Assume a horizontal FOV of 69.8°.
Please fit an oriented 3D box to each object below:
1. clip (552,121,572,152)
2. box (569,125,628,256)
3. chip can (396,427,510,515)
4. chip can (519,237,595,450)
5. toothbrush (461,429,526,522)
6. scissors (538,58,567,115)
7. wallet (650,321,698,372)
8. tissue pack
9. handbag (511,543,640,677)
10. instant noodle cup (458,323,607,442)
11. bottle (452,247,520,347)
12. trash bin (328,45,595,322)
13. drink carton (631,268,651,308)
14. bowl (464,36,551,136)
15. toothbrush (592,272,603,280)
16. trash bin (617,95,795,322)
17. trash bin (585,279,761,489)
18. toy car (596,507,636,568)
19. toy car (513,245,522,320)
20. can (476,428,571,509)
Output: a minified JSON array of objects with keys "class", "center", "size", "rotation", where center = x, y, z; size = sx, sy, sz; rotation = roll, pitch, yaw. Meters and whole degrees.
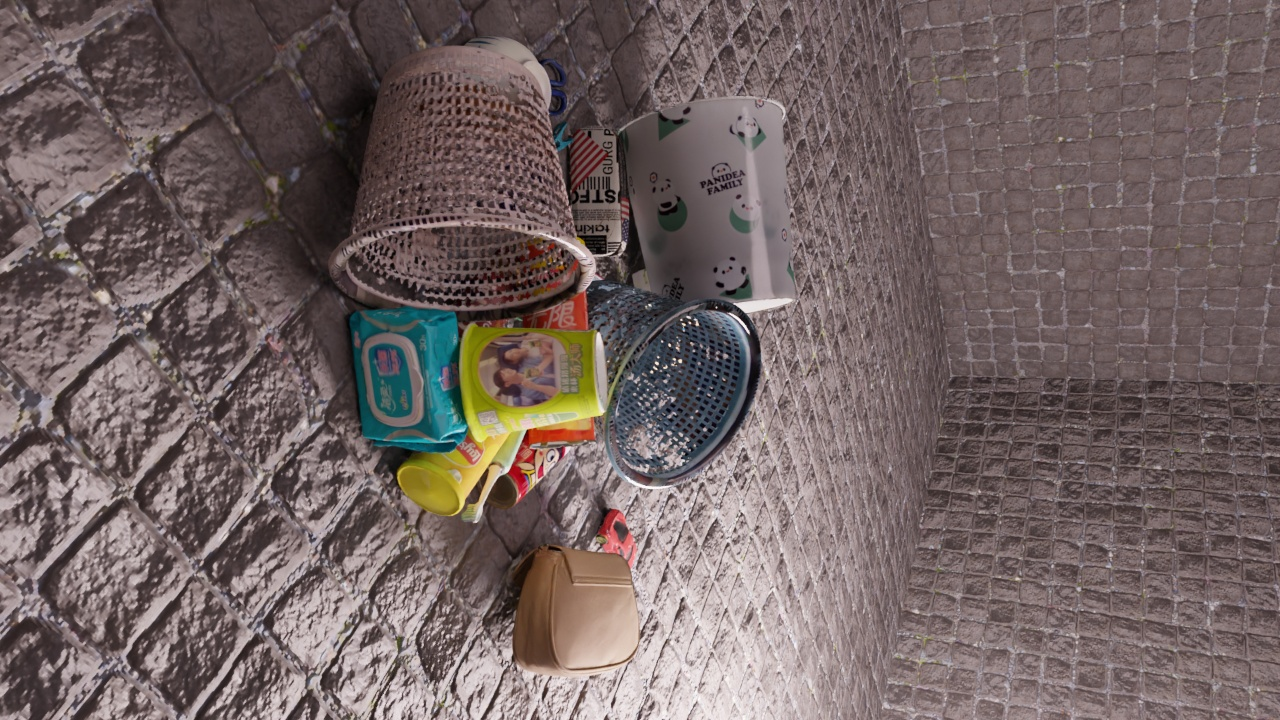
[{"class":"clip","center":[-0.100,-0.266,1.111],"size":[0.055,0.014,0.039],"rotation":[-58,139,-43]},{"class":"box","center":[-0.048,-0.214,1.175],"size":[0.088,0.076,0.162],"rotation":[-40,126,-85]},{"class":"chip can","center":[-0.164,0.059,0.945],"size":[0.212,0.072,0.072],"rotation":[-60,141,-43]},{"class":"chip can","center":[-0.086,-0.018,0.947],"size":[0.073,0.073,0.216],"rotation":[7,77,-62]},{"class":"toothbrush","center":[-0.143,0.093,0.977],"size":[0.223,0.027,0.026],"rotation":[-73,156,-54]},{"class":"scissors","center":[-0.135,-0.329,1.046],"size":[0.174,0.012,0.108],"rotation":[30,66,-57]},{"class":"wallet","center":[0.050,-0.034,1.329],"size":[0.087,0.024,0.115],"rotation":[-17,140,-43]},{"class":"tissue pack","center":[-0.210,0.018,0.832],"size":[0.050,0.093,0.133],"rotation":[-27,114,-63]},{"class":"handbag","center":[-0.080,0.298,1.090],"size":[0.204,0.100,0.147],"rotation":[29,58,-59]},{"class":"instant noodle cup","center":[-0.095,0.016,0.858],"size":[0.111,0.123,0.111],"rotation":[-2,88,-86]},{"class":"bottle","center":[-0.168,-0.045,0.945],"size":[0.057,0.058,0.174],"rotation":[63,39,-42]},{"class":"trash bin","center":[-0.158,-0.160,0.823],"size":[0.227,0.228,0.192],"rotation":[27,55,-59]},{"class":"drink carton","center":[0.037,-0.093,1.326],"size":[0.122,0.046,0.053],"rotation":[24,50,-61]},{"class":"bowl","center":[-0.138,-0.284,0.971],"size":[0.116,0.066,0.116],"rotation":[-18,111,-57]},{"class":"toothbrush","center":[-0.025,-0.081,1.257],"size":[0.187,0.016,0.017],"rotation":[35,70,-57]},{"class":"trash bin","center":[0.096,-0.187,1.206],"size":[0.229,0.230,0.252],"rotation":[-3,83,-62]},{"class":"trash bin","center":[-0.006,0.006,1.065],"size":[0.226,0.195,0.227],"rotation":[-21,124,-33]},{"class":"toy car","center":[-0.028,0.250,1.250],"size":[0.049,0.031,0.106],"rotation":[-59,142,-42]},{"class":"toy car","center":[-0.131,-0.089,1.034],"size":[0.043,0.036,0.091],"rotation":[30,64,-60]},{"class":"can","center":[-0.126,0.110,1.035],"size":[0.132,0.053,0.053],"rotation":[-44,128,-53]}]
